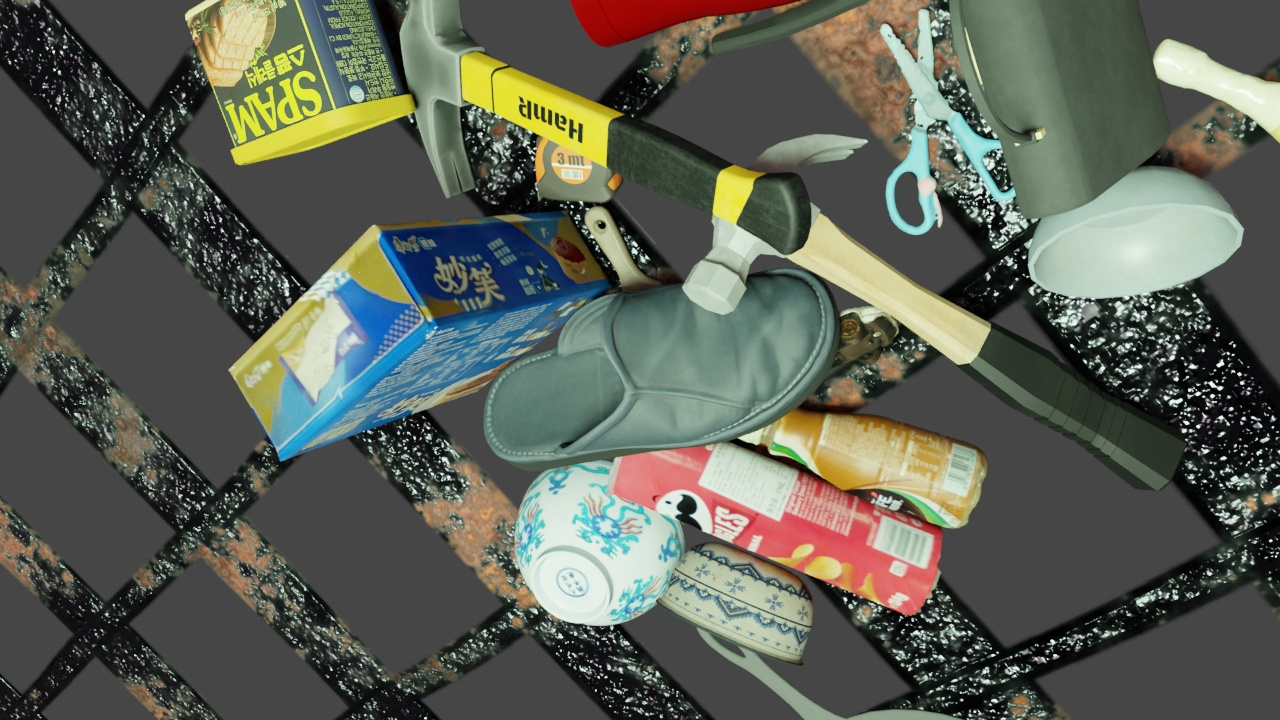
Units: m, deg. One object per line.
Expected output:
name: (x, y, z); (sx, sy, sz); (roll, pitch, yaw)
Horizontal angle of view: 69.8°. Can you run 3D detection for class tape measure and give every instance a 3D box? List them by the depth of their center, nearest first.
tape measure: (-0.042, -0.139, 0.622); (0.058, 0.038, 0.059); (6, 127, 17)

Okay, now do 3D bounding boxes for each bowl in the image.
bowl: (0.275, -0.076, 0.519); (0.106, 0.106, 0.039); (-6, 66, 21)
bowl: (0.076, 0.173, 0.679); (0.115, 0.115, 0.059); (21, 82, 9)
bowl: (-0.043, 0.159, 0.726); (0.144, 0.074, 0.144); (7, 114, 16)

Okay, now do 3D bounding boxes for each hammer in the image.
hammer: (-0.036, -0.137, 0.551); (0.325, 0.034, 0.170); (31, 134, 31)
hammer: (0.191, -0.018, 0.562); (0.328, 0.039, 0.131); (31, 81, -7)

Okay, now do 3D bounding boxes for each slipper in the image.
slipper: (-0.004, 0.004, 0.604); (0.266, 0.083, 0.108); (-17, 65, 20)

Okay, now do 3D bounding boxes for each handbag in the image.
handbag: (0.184, -0.157, 0.441); (0.072, 0.195, 0.176); (-11, 109, 39)

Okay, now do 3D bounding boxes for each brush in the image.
brush: (0.003, -0.043, 0.660); (0.039, 0.012, 0.151); (-23, 103, 25)

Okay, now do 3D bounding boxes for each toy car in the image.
toy car: (0.116, -0.011, 0.619); (0.113, 0.048, 0.040); (-22, 59, 23)

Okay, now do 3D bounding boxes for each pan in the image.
pan: (0.183, 0.330, 0.752); (0.354, 0.024, 0.217); (40, 118, -1)

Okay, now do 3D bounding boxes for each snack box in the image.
snack box: (-0.135, -0.023, 0.603); (0.155, 0.202, 0.069); (-36, 84, 28)

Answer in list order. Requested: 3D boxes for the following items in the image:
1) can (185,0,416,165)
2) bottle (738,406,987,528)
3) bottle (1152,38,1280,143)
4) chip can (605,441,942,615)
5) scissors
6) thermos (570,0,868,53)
can: (-0.233, -0.203, 0.624); (0.135, 0.075, 0.104); (-5, 108, 37)
bottle: (0.147, 0.063, 0.630); (0.167, 0.059, 0.059); (18, 116, 11)
bottle: (0.362, -0.125, 0.488); (0.184, 0.045, 0.045); (30, 118, 13)
chip can: (0.095, 0.107, 0.660); (0.233, 0.073, 0.073); (21, 117, 8)
scissors: (0.190, -0.146, 0.553); (0.095, 0.015, 0.142); (-1, 118, 20)
thermos: (0.064, -0.233, 0.526); (0.199, 0.083, 0.108); (-7, 138, 23)
